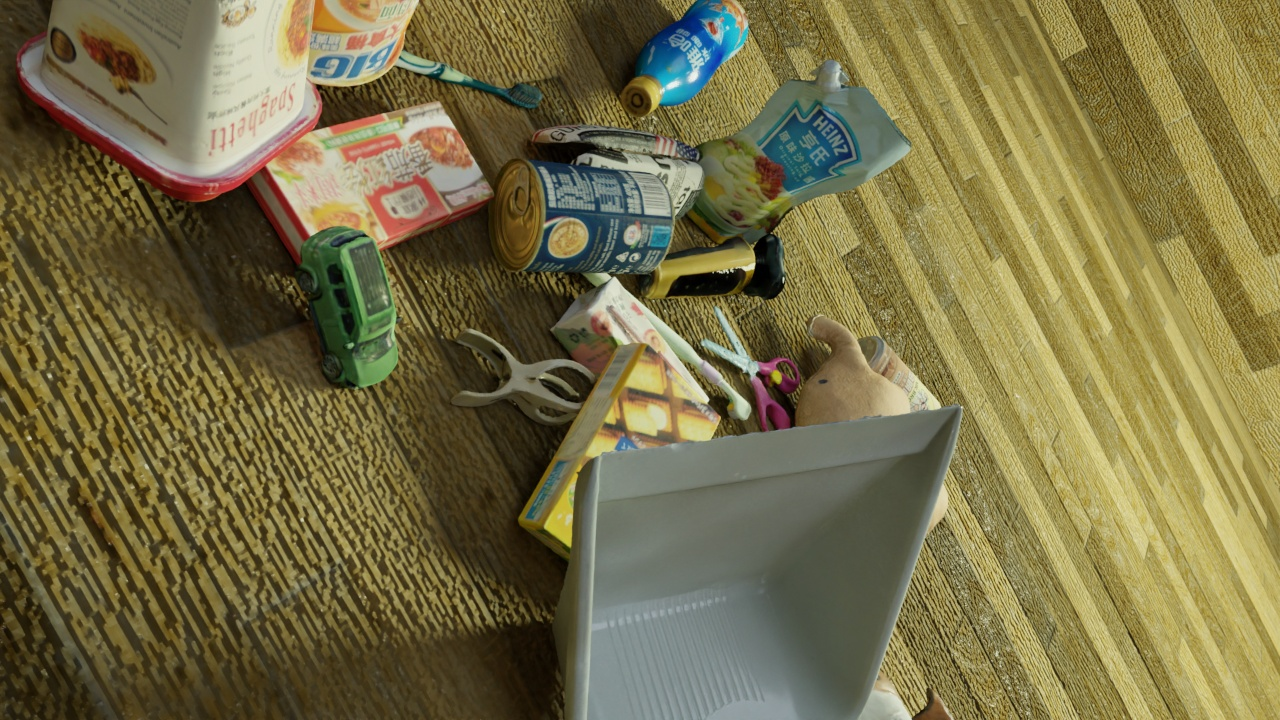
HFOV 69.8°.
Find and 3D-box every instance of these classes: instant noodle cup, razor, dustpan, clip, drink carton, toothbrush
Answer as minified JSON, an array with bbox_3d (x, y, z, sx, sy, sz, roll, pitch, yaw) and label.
[{"bbox_3d":[-0.187,-0.258,0.540,0.151,0.112,0.151,22,53,-32],"label":"instant noodle cup"},{"bbox_3d":[0.063,-0.073,0.775,0.167,0.062,0.067,-12,49,-45],"label":"razor"},{"bbox_3d":[-0.216,-0.163,0.441,0.116,0.124,0.116,34,44,-6],"label":"instant noodle cup"},{"bbox_3d":[0.060,0.164,0.508,0.222,0.258,0.142,-5,56,-25],"label":"dustpan"},{"bbox_3d":[-0.074,0.016,0.592,0.100,0.035,0.071,20,57,-34],"label":"clip"},{"bbox_3d":[-0.004,0.004,0.663,0.122,0.046,0.053,52,40,-15],"label":"drink carton"},{"bbox_3d":[-0.143,-0.208,0.647,0.191,0.018,0.016,5,67,-47],"label":"toothbrush"},{"bbox_3d":[0.021,-0.015,0.723,0.189,0.020,0.029,42,14,-23],"label":"toothbrush"}]

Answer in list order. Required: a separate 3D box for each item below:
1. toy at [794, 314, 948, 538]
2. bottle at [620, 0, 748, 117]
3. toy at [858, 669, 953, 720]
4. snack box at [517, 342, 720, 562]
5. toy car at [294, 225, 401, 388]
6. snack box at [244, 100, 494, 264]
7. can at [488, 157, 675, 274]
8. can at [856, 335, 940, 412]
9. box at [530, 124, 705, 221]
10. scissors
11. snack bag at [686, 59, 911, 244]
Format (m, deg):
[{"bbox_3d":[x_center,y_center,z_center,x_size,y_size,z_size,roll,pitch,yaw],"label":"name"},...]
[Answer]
[{"bbox_3d":[0.193,0.062,0.817,0.143,0.083,0.226,-13,79,-45],"label":"toy"},{"bbox_3d":[0.038,-0.279,0.849,0.065,0.065,0.218,51,42,-15],"label":"bottle"},{"bbox_3d":[0.155,0.274,0.643,0.139,0.131,0.199,-37,91,-31],"label":"toy"},{"bbox_3d":[-0.010,0.068,0.594,0.087,0.034,0.140,45,64,-31],"label":"snack box"},{"bbox_3d":[-0.157,-0.027,0.504,0.043,0.036,0.091,-41,133,-50],"label":"toy car"},{"bbox_3d":[-0.162,-0.110,0.567,0.152,0.026,0.075,-37,98,-50],"label":"snack box"},{"bbox_3d":[-0.040,-0.098,0.639,0.111,0.076,0.075,-2,71,-35],"label":"can"},{"bbox_3d":[0.249,0.031,0.915,0.116,0.059,0.058,43,44,-24],"label":"can"},{"bbox_3d":[-0.017,-0.160,0.735,0.162,0.076,0.087,-6,52,-46],"label":"box"},{"bbox_3d":[0.096,0.015,0.790,0.134,0.017,0.113,25,58,-38],"label":"scissors"},{"bbox_3d":[0.119,-0.169,0.777,0.110,0.192,0.038,49,40,-18],"label":"snack bag"}]
